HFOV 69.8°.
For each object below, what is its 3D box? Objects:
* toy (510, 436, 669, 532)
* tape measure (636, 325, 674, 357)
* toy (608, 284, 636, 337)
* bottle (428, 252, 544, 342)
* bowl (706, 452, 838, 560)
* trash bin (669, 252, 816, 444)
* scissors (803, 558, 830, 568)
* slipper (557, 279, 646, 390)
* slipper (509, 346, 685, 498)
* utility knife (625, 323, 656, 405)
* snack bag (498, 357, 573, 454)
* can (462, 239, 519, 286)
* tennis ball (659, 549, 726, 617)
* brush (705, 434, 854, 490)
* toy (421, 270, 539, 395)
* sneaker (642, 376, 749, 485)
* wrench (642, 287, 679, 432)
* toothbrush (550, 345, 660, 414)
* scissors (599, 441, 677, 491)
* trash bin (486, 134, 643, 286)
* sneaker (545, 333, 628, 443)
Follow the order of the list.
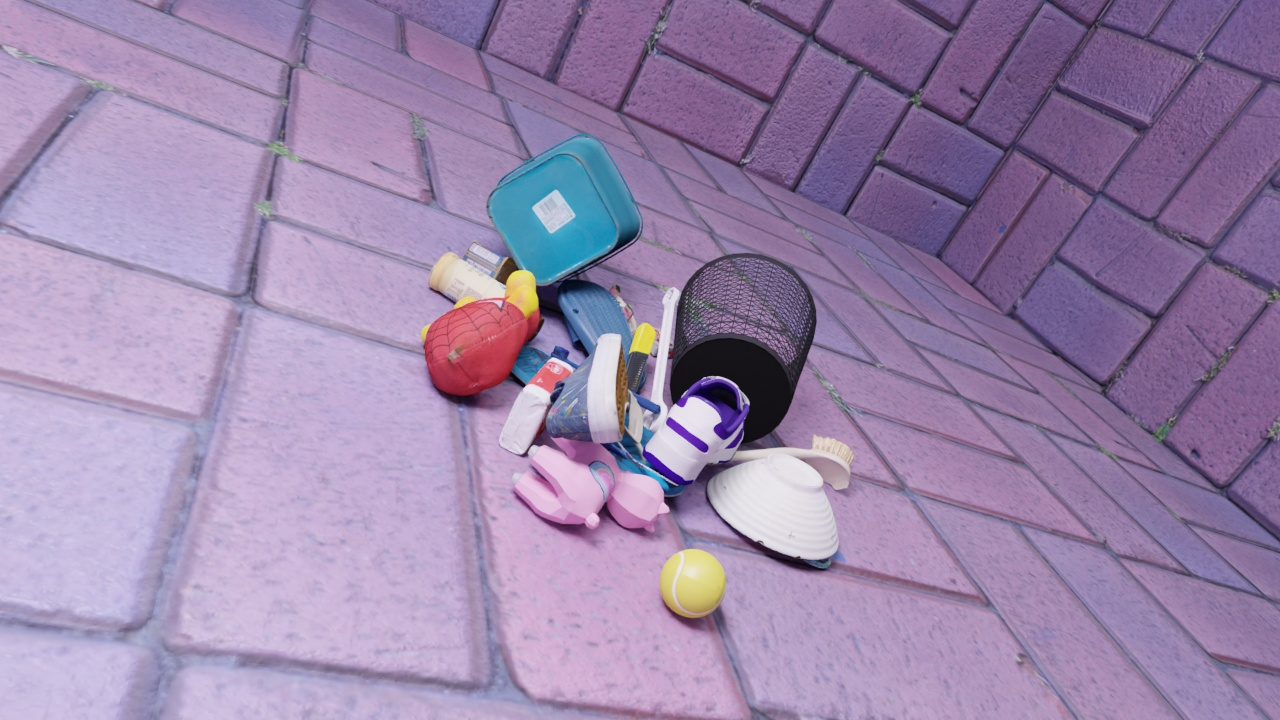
[{"bbox_3d":[-0.048,0.134,0.957,0.157,0.067,0.123,33,23,-1],"label":"toy"},{"bbox_3d":[0.026,-0.028,1.450,0.062,0.020,0.060,5,32,-46],"label":"tape measure"},{"bbox_3d":[-0.037,-0.067,1.406,0.050,0.112,0.087,-29,76,-23],"label":"toy"},{"bbox_3d":[-0.207,-0.083,1.242,0.162,0.057,0.056,32,22,7],"label":"bottle"},{"bbox_3d":[0.176,0.162,1.128,0.177,0.071,0.177,20,20,-8],"label":"bowl"},{"bbox_3d":[0.141,-0.011,1.327,0.217,0.217,0.242,28,29,-3],"label":"trash bin"},{"bbox_3d":[0.181,0.217,1.122,0.125,0.011,0.127,2,32,-48],"label":"scissors"},{"bbox_3d":[-0.062,-0.036,1.313,0.103,0.059,0.213,5,47,-42],"label":"slipper"},{"bbox_3d":[-0.048,0.057,1.130,0.295,0.060,0.118,38,21,21],"label":"slipper"},{"bbox_3d":[-0.007,0.007,1.254,0.029,0.020,0.173,37,37,-15],"label":"utility knife"},{"bbox_3d":[-0.116,0.050,1.037,0.036,0.077,0.115,28,22,2],"label":"snack bag"},{"bbox_3d":[-0.217,-0.134,1.316,0.059,0.054,0.100,29,1,4],"label":"can"},{"bbox_3d":[0.051,0.217,0.894,0.065,0.065,0.065,24,23,-11],"label":"tennis ball"},{"bbox_3d":[0.188,0.134,1.256,0.271,0.062,0.077,8,58,-33],"label":"brush"},{"bbox_3d":[-0.184,-0.032,1.080,0.099,0.148,0.216,54,16,-14],"label":"toy"},{"bbox_3d":[0.086,0.065,1.105,0.092,0.111,0.243,36,18,12],"label":"sneaker"},{"bbox_3d":[0.030,-0.006,1.262,0.009,0.047,0.272,32,42,-22],"label":"wrench"},{"bbox_3d":[-0.048,0.023,1.203,0.190,0.017,0.016,28,12,32],"label":"toothbrush"},{"bbox_3d":[-0.009,0.110,1.001,0.133,0.014,0.127,29,-12,26],"label":"scissors"},{"bbox_3d":[-0.116,-0.215,1.348,0.196,0.199,0.218,60,8,-10],"label":"trash bin"},{"bbox_3d":[-0.056,0.028,0.994,0.079,0.087,0.235,-7,15,3],"label":"sneaker"}]
